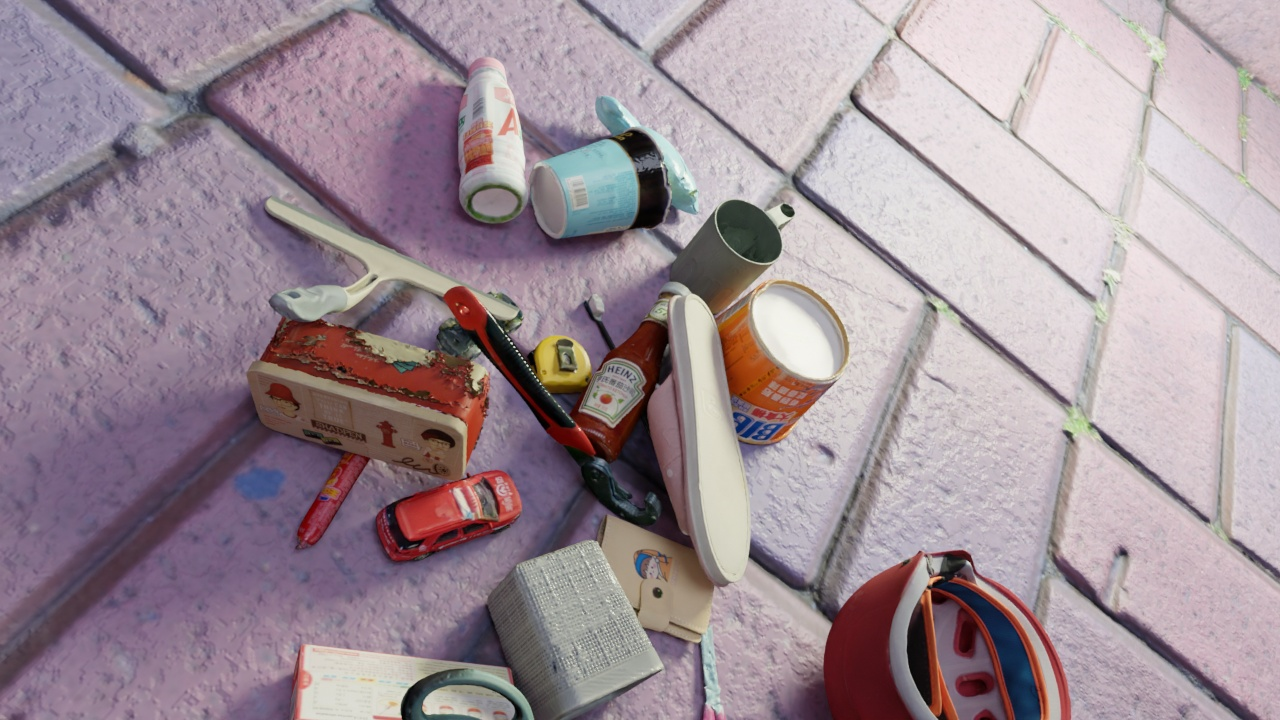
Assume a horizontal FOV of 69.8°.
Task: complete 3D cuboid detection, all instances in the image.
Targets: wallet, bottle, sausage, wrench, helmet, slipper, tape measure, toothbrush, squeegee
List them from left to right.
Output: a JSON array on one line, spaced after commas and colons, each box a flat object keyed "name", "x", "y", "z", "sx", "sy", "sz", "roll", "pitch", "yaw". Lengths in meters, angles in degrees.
[{"name": "squeegee", "x": -0.235, "y": -0.054, "z": 0.722, "sx": 0.246, "sy": 0.039, "sz": 0.246, "roll": 25, "pitch": 13, "yaw": -3}, {"name": "sausage", "x": -0.231, "y": 0.086, "z": 0.731, "sx": 0.020, "sy": 0.020, "sz": 0.155, "roll": 31, "pitch": 50, "yaw": -9}, {"name": "bottle", "x": -0.155, "y": -0.234, "z": 0.948, "sx": 0.068, "sy": 0.068, "sz": 0.196, "roll": 9, "pitch": 53, "yaw": -25}, {"name": "wrench", "x": -0.074, "y": 0.045, "z": 0.780, "sx": 0.273, "sy": 0.056, "sz": 0.016, "roll": 51, "pitch": 45, "yaw": -19}, {"name": "tape measure", "x": -0.075, "y": 0.003, "z": 0.866, "sx": 0.060, "sy": 0.029, "sz": 0.057, "roll": 1, "pitch": 60, "yaw": -30}, {"name": "toothbrush", "x": -0.013, "y": 0.012, "z": 0.906, "sx": 0.015, "sy": 0.018, "sz": 0.181, "roll": -13, "pitch": 70, "yaw": -38}, {"name": "bottle", "x": -0.005, "y": 0.005, "z": 0.870, "sx": 0.060, "sy": 0.060, "sz": 0.205, "roll": 35, "pitch": 57, "yaw": -6}, {"name": "wallet", "x": 0.011, "y": 0.193, "z": 0.801, "sx": 0.115, "sy": 0.024, "sz": 0.087, "roll": 26, "pitch": 53, "yaw": -16}, {"name": "slipper", "x": 0.049, "y": 0.069, "z": 0.844, "sx": 0.114, "sy": 0.055, "sz": 0.274, "roll": 23, "pitch": 57, "yaw": -57}, {"name": "helmet", "x": 0.257, "y": 0.284, "z": 0.812, "sx": 0.239, "sy": 0.144, "sz": 0.206, "roll": 16, "pitch": 53, "yaw": -38}]

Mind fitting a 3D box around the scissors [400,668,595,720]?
[{"name": "scissors", "x": -0.110, "y": 0.288, "z": 0.613, "sx": 0.173, "sy": 0.019, "sz": 0.170, "roll": -47, "pitch": 107, "yaw": -10}]

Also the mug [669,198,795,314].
[{"name": "mug", "x": 0.103, "y": -0.117, "z": 0.996, "sx": 0.123, "sy": 0.104, "sz": 0.083, "roll": -30, "pitch": 79, "yaw": -40}]

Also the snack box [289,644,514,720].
[{"name": "snack box", "x": -0.162, "y": 0.240, "z": 0.642, "sx": 0.155, "sy": 0.027, "sz": 0.077, "roll": 15, "pitch": 17, "yaw": -22}]

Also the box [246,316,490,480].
[{"name": "box", "x": -0.205, "y": 0.021, "z": 0.716, "sx": 0.168, "sy": 0.091, "sz": 0.079, "roll": 16, "pitch": 52, "yaw": 0}]

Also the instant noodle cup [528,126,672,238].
[{"name": "instant noodle cup", "x": -0.047, "y": -0.177, "z": 0.955, "sx": 0.120, "sy": 0.111, "sz": 0.111, "roll": -19, "pitch": 72, "yaw": -28}]

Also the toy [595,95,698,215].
[{"name": "toy", "x": 0.013, "y": -0.229, "z": 1.027, "sx": 0.161, "sy": 0.050, "sz": 0.156, "roll": 46, "pitch": 6, "yaw": -43}]

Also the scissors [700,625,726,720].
[{"name": "scissors", "x": 0.065, "y": 0.289, "z": 0.778, "sx": 0.063, "sy": 0.017, "sz": 0.135, "roll": 16, "pitch": 51, "yaw": -21}]

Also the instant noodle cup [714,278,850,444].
[{"name": "instant noodle cup", "x": 0.133, "y": -0.004, "z": 0.937, "sx": 0.151, "sy": 0.112, "sz": 0.151, "roll": 15, "pitch": 55, "yaw": -22}]

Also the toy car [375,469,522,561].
[{"name": "toy car", "x": -0.150, "y": 0.123, "z": 0.739, "sx": 0.120, "sy": 0.045, "sz": 0.053, "roll": -15, "pitch": 71, "yaw": -38}]

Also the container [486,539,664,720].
[{"name": "container", "x": -0.056, "y": 0.211, "z": 0.709, "sx": 0.090, "sy": 0.090, "sz": 0.114, "roll": -13, "pitch": 66, "yaw": -36}]

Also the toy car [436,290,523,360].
[{"name": "toy car", "x": -0.148, "y": -0.029, "z": 0.841, "sx": 0.043, "sy": 0.034, "sz": 0.090, "roll": 48, "pitch": 50, "yaw": 1}]
